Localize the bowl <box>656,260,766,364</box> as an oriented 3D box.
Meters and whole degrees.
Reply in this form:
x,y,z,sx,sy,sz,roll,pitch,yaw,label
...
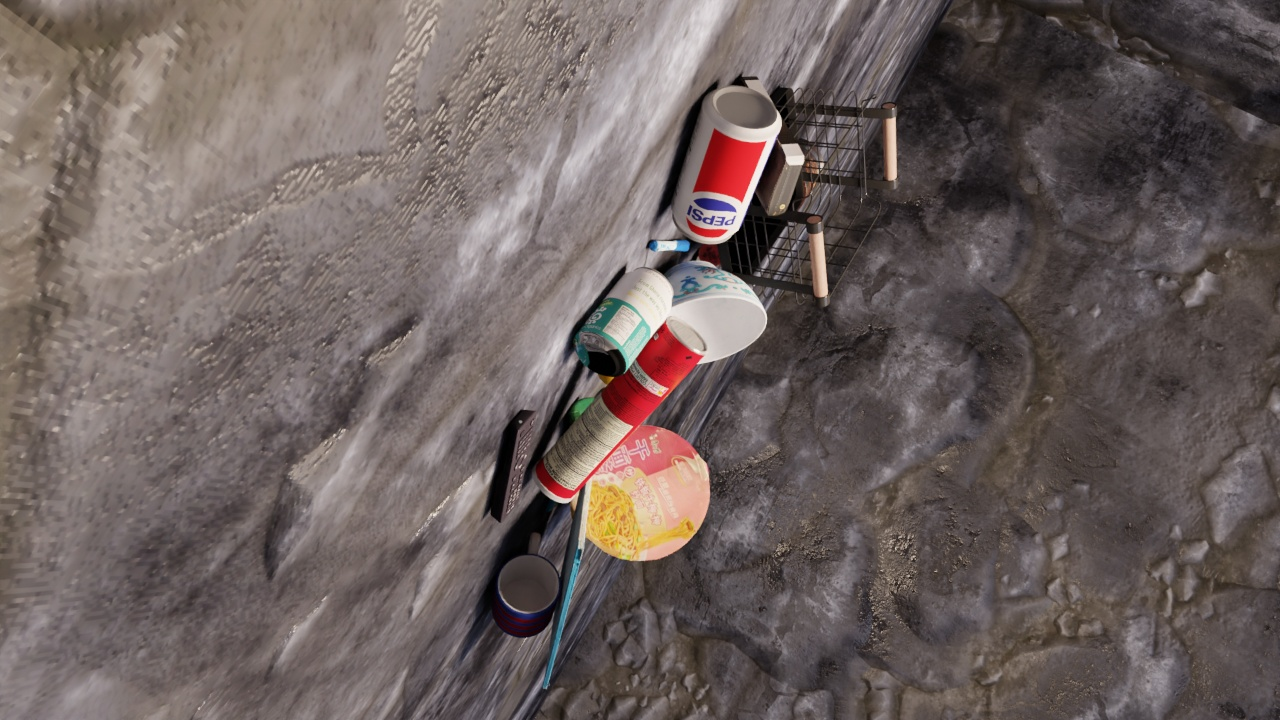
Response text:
x,y,z,sx,sy,sz,roll,pitch,yaw,label
0.061,-0.062,1.014,0.144,0.144,0.074,104,-21,-60,bowl

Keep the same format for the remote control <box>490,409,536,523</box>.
x,y,z,sx,sy,sz,roll,pitch,yaw,label
-0.114,0.094,0.812,0.032,0.015,0.137,-51,165,-43,remote control

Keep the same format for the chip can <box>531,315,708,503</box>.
x,y,z,sx,sy,sz,roll,pitch,yaw,label
-0.022,0.050,0.889,0.215,0.052,0.051,-48,176,21,chip can

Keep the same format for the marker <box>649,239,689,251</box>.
x,y,z,sx,sy,sz,roll,pitch,yaw,label
0.030,-0.117,0.941,0.013,0.013,0.141,-62,170,14,marker

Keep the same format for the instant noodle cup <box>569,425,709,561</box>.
x,y,z,sx,sy,sz,roll,pitch,yaw,label
-0.002,0.168,1.218,0.178,0.178,0.077,-60,-173,2,instant noodle cup

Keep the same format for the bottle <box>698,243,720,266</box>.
x,y,z,sx,sy,sz,roll,pitch,yaw,label
0.105,-0.147,1.103,0.137,0.062,0.062,-48,165,-57,bottle

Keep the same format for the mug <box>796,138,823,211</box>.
x,y,z,sx,sy,sz,roll,pitch,yaw,label
0.195,-0.263,1.222,0.107,0.080,0.116,-50,140,-52,mug

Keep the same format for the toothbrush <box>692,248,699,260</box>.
x,y,z,sx,sy,sz,roll,pitch,yaw,label
0.039,-0.080,1.105,0.167,0.014,0.014,-55,158,-31,toothbrush

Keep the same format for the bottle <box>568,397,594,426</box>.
x,y,z,sx,sy,sz,roll,pitch,yaw,label
-0.061,0.082,0.986,0.043,0.043,0.111,-55,170,-31,bottle

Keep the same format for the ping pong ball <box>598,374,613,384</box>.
x,y,z,sx,sy,sz,roll,pitch,yaw,label
-0.025,0.008,0.943,0.040,0.040,0.040,-58,171,-16,ping pong ball

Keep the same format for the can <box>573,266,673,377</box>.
x,y,z,sx,sy,sz,roll,pitch,yaw,label
-0.014,-0.035,0.823,0.101,0.055,0.055,-54,169,-33,can

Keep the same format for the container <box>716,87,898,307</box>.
x,y,z,sx,sy,sz,roll,pitch,yaw,label
0.188,-0.186,1.030,0.240,0.130,0.163,-54,144,-35,container

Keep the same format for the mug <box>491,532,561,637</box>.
x,y,z,sx,sy,sz,roll,pitch,yaw,label
-0.134,0.262,1.090,0.076,0.075,0.111,108,-10,-53,mug

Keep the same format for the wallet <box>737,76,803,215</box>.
x,y,z,sx,sy,sz,roll,pitch,yaw,label
0.111,-0.199,0.848,0.072,0.019,0.123,102,-25,-49,wallet

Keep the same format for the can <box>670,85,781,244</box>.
x,y,z,sx,sy,sz,roll,pitch,yaw,label
0.074,-0.173,0.821,0.070,0.070,0.132,-53,168,-38,can

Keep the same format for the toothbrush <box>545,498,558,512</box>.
x,y,z,sx,sy,sz,roll,pitch,yaw,label
-0.076,0.129,1.121,0.135,0.017,0.022,-59,167,-10,toothbrush

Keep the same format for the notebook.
x,y,z,sx,sy,sz,roll,pitch,yaw,label
-0.084,0.239,1.088,0.180,0.009,0.254,-86,-171,-54,notebook
